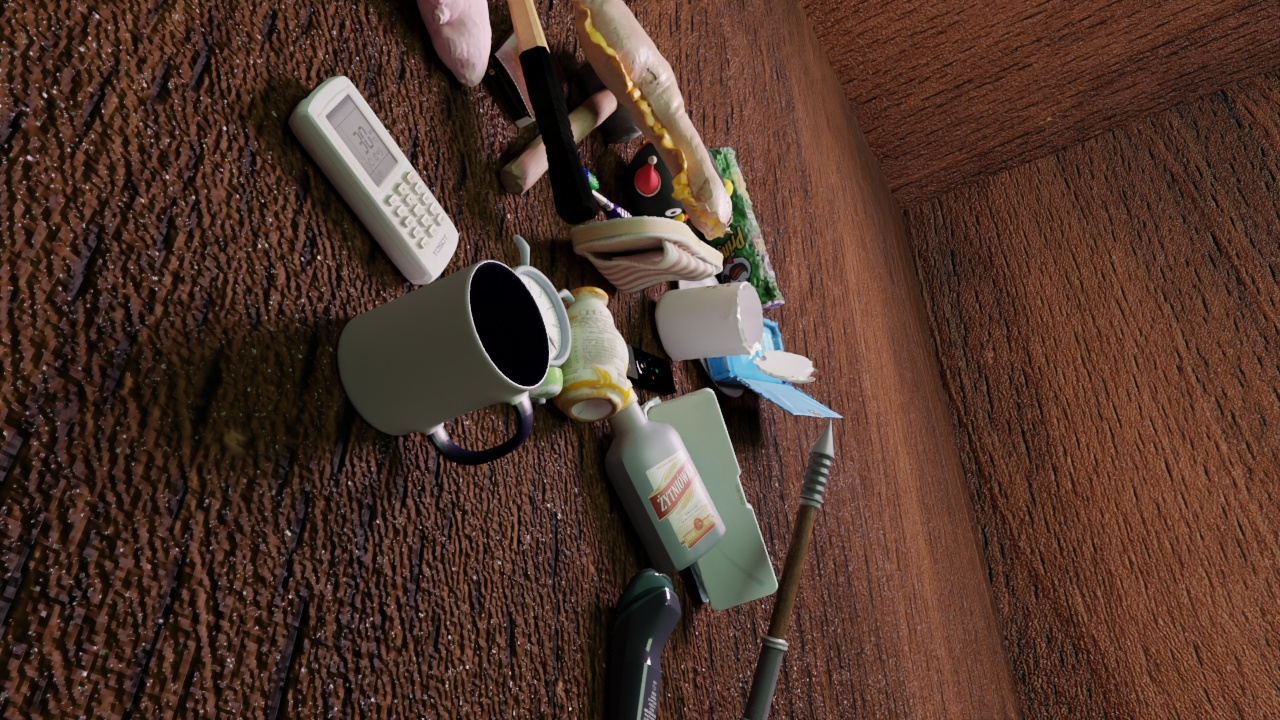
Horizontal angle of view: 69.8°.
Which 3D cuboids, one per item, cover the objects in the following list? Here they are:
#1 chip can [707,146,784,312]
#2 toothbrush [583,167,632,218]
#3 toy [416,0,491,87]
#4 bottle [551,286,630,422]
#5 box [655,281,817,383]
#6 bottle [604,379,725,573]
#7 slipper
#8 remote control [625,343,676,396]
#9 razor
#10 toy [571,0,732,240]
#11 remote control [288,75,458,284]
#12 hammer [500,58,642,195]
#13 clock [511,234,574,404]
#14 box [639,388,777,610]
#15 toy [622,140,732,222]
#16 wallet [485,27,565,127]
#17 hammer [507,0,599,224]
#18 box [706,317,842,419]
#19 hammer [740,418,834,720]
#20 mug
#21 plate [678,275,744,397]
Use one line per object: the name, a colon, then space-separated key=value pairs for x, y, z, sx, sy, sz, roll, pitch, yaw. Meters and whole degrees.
chip can: x=0.122 y=-0.169 z=1.210 sx=0.075 sy=0.076 sz=0.223 roll=-10 pitch=81 yaw=-66
toothbrush: x=-0.017 y=-0.149 z=0.966 sx=0.186 sy=0.016 sz=0.015 roll=37 pitch=41 yaw=-52
toy: x=-0.150 y=-0.281 z=0.733 sx=0.093 sy=0.050 sz=0.102 roll=42 pitch=38 yaw=-69
bottle: x=-0.042 y=-0.007 z=0.745 sx=0.063 sy=0.063 sz=0.108 roll=40 pitch=39 yaw=-49
box: x=0.101 y=-0.025 z=0.961 sx=0.084 sy=0.160 sz=0.118 roll=-26 pitch=107 yaw=-60
bottle: x=0.010 y=0.094 z=0.783 sx=0.072 sy=0.046 sz=0.161 roll=-30 pitch=95 yaw=-39
slipper: x=0.018 y=-0.095 z=0.893 sx=0.262 sy=0.115 sz=0.052 roll=5 pitch=81 yaw=-70
remote control: x=-0.005 y=0.005 z=0.877 sx=0.150 sy=0.013 sz=0.034 roll=21 pitch=53 yaw=-60
razor: x=0.000 y=0.227 z=0.681 sx=0.047 sy=0.052 sz=0.142 roll=51 pitch=35 yaw=-43
toy: x=0.008 y=-0.238 z=0.895 sx=0.195 sy=0.065 sz=0.264 roll=-12 pitch=78 yaw=-62
remote control: x=-0.170 y=-0.115 z=0.597 sx=0.138 sy=0.025 sz=0.060 roll=57 pitch=27 yaw=-29
hammer: x=-0.063 y=-0.230 z=0.898 sx=0.098 sy=0.052 sz=0.327 roll=62 pitch=28 yaw=-19
clock: x=-0.090 y=-0.021 z=0.679 sx=0.094 sy=0.043 sz=0.119 roll=49 pitch=31 yaw=-38
box: x=0.054 y=0.127 z=0.864 sx=0.096 sy=0.086 sz=0.199 roll=-142 pitch=-146 yaw=-87
toy: x=0.028 y=-0.198 z=1.015 sx=0.118 sy=0.098 sz=0.100 roll=-33 pitch=104 yaw=-43
wallet: x=-0.107 y=-0.273 z=0.861 sx=0.072 sy=0.019 sz=0.122 roll=58 pitch=27 yaw=-27
hammer: x=-0.094 y=-0.275 z=0.788 sx=0.131 sy=0.039 sz=0.328 roll=36 pitch=38 yaw=-76
box: x=0.152 y=0.017 z=1.116 sx=0.173 sy=0.066 sz=0.231 roll=56 pitch=19 yaw=20
hammer: x=0.126 y=0.207 z=0.798 sx=0.156 sy=0.043 sz=0.322 roll=31 pitch=72 yaw=-55
mug: x=-0.109 y=0.009 z=0.545 sx=0.112 sy=0.097 sz=0.078 roll=66 pitch=24 yaw=-9
plate: x=0.084 y=-0.040 z=1.105 sx=0.178 sy=0.012 sz=0.178 roll=46 pitch=34 yaw=-44
